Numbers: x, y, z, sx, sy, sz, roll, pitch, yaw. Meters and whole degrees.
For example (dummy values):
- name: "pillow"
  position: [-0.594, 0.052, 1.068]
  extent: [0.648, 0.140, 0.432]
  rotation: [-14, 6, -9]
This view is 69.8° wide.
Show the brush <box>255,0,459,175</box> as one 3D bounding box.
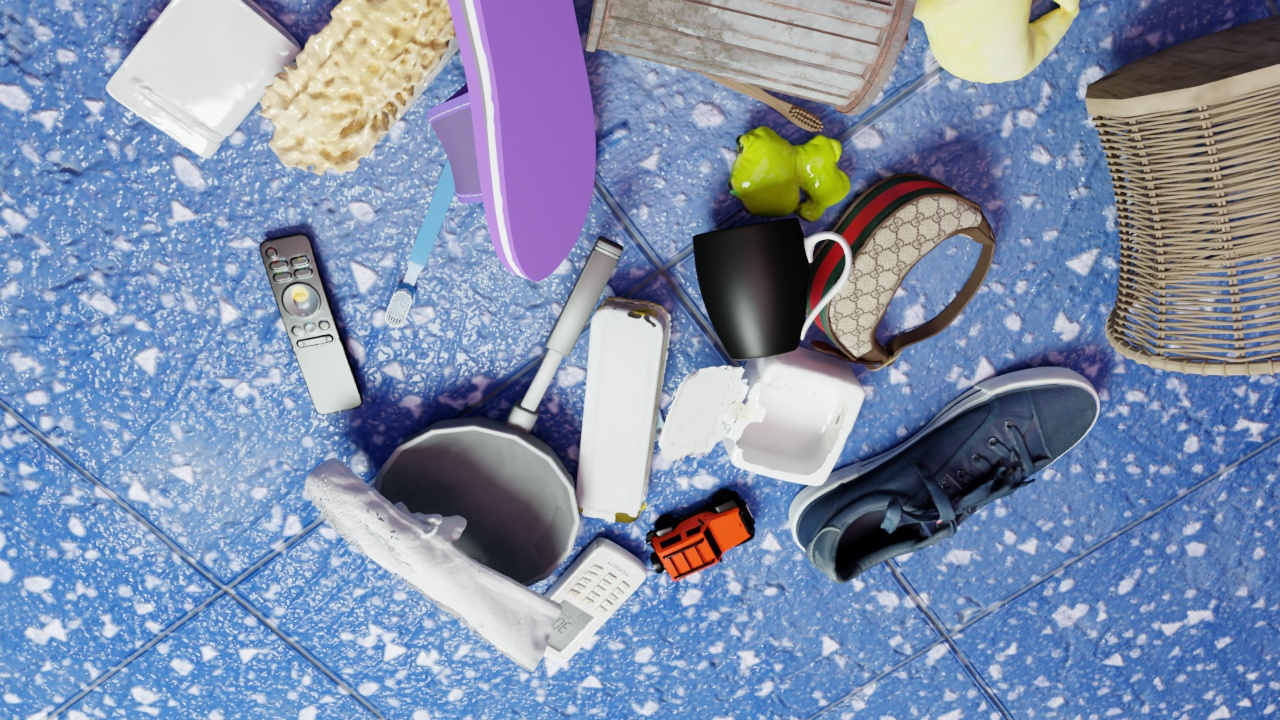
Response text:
- name: "brush"
  position: [-0.160, -0.242, 0.635]
  extent: [0.083, 0.056, 0.272]
  rotation: [41, 104, -19]

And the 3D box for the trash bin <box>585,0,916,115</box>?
- name: "trash bin"
  position: [0.078, -0.248, 0.615]
  extent: [0.211, 0.130, 0.131]
  rotation: [10, 112, -8]

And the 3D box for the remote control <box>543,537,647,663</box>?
- name: "remote control"
  position: [-0.056, 0.227, 0.868]
  extent: [0.060, 0.025, 0.139]
  rotation: [36, 106, -18]

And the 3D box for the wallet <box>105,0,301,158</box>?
- name: "wallet"
  position: [-0.309, -0.210, 0.653]
  extent: [0.116, 0.032, 0.086]
  rotation: [-41, 122, 10]

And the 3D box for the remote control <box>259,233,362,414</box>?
- name: "remote control"
  position: [-0.264, -0.028, 0.741]
  extent: [0.041, 0.020, 0.152]
  rotation: [-11, 113, 0]

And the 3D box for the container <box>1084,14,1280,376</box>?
- name: "container"
  position: [0.441, -0.127, 0.660]
  extent: [0.227, 0.226, 0.196]
  rotation: [-21, 107, 4]

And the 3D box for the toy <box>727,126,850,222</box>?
- name: "toy"
  position: [0.114, -0.145, 0.716]
  extent: [0.093, 0.036, 0.094]
  rotation: [-26, 120, 1]

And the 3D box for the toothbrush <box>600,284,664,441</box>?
- name: "toothbrush"
  position: [-0.005, 0.005, 0.781]
  extent: [0.022, 0.016, 0.155]
  rotation: [3, 124, 43]

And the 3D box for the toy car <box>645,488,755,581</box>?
- name: "toy car"
  position: [0.056, 0.162, 0.837]
  extent: [0.100, 0.048, 0.051]
  rotation: [-25, 114, 6]

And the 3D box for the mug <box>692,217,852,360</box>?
- name: "mug"
  position: [0.105, -0.056, 0.706]
  extent: [0.119, 0.084, 0.100]
  rotation: [-8, 96, 18]

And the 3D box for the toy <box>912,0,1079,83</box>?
- name: "toy"
  position: [0.252, -0.282, 0.651]
  extent: [0.154, 0.064, 0.171]
  rotation: [-19, 119, -17]

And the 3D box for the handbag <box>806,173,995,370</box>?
- name: "handbag"
  position: [0.212, -0.064, 0.750]
  extent: [0.138, 0.063, 0.167]
  rotation: [27, 109, -26]

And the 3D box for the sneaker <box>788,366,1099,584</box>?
- name: "sneaker"
  position: [0.274, 0.108, 0.794]
  extent: [0.295, 0.127, 0.121]
  rotation: [-30, 114, 6]

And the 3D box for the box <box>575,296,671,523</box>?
- name: "box"
  position: [-0.016, 0.047, 0.777]
  extent: [0.064, 0.033, 0.210]
  rotation: [9, 117, 5]

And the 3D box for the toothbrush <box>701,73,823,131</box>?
- name: "toothbrush"
  position: [0.067, -0.213, 0.691]
  extent: [0.166, 0.016, 0.016]
  rotation: [24, 107, -14]

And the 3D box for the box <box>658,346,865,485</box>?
- name: "box"
  position: [0.094, 0.040, 0.773]
  extent: [0.190, 0.083, 0.111]
  rotation: [8, 112, -27]

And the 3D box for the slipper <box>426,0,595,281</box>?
- name: "slipper"
  position: [-0.100, -0.185, 0.627]
  extent: [0.084, 0.107, 0.267]
  rotation: [22, 142, 24]

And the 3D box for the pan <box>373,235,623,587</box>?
- name: "pan"
  position: [-0.100, 0.052, 0.761]
  extent: [0.178, 0.041, 0.358]
  rotation: [24, 115, -11]

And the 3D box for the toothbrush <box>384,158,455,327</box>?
- name: "toothbrush"
  position: [-0.167, -0.099, 0.721]
  extent: [0.016, 0.014, 0.167]
  rotation: [22, 109, -14]

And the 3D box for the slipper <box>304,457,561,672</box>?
- name: "slipper"
  position: [-0.167, 0.163, 0.755]
  extent: [0.247, 0.074, 0.112]
  rotation: [40, 142, -15]
